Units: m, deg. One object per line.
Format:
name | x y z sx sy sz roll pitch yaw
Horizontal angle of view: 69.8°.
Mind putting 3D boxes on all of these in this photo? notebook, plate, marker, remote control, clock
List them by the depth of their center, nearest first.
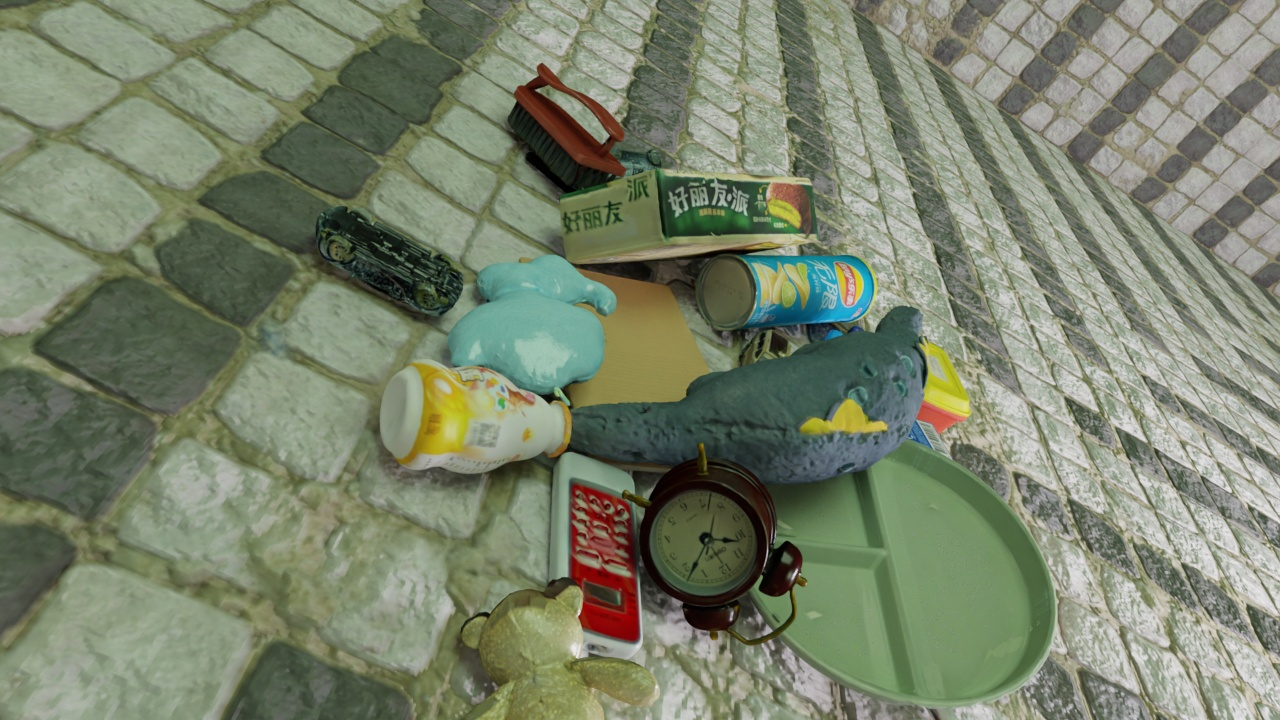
remote control | -0.027 0.111 0.546 0.056 0.020 0.135 22 35 -20
clock | 0.047 0.113 0.550 0.122 0.082 0.055 57 10 2
plate | 0.170 0.136 0.633 0.230 0.028 0.229 8 42 -7
notebook | -0.004 0.004 0.712 0.149 0.012 0.211 9 42 -34
marker | -0.060 -0.156 0.857 0.124 0.015 0.018 40 31 10

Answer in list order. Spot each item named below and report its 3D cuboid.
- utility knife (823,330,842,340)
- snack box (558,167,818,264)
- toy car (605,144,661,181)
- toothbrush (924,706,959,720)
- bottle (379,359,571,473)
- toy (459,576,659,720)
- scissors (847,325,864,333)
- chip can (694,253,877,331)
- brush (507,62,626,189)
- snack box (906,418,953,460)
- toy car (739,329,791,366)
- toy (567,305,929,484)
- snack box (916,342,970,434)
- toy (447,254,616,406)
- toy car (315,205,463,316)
utility knife | 0.183 0.000 0.886 0.034 0.018 0.160 42 31 2
snack box | 0.051 -0.125 0.820 0.239 0.115 0.063 -10 94 -48
toy car | -0.018 -0.193 0.919 0.090 0.043 0.034 -5 78 -43
toothbrush | 0.170 0.199 0.625 0.017 0.016 0.187 -14 58 -41
bottle | -0.094 0.035 0.539 0.108 0.063 0.063 10 41 -36
toy | -0.037 0.180 0.423 0.105 0.066 0.157 -20 56 -3
scissors | 0.273 0.030 0.939 0.173 0.012 0.126 50 35 18
chip can | 0.146 -0.068 0.887 0.209 0.071 0.071 -6 52 -46
brush | -0.071 -0.223 0.866 0.063 0.069 0.146 5 36 -49
snack box | 0.241 0.136 0.731 0.057 0.058 0.207 15 38 -30
toy car | 0.108 0.008 0.790 0.042 0.035 0.090 32 35 -5
toy | 0.115 0.028 0.654 0.355 0.091 0.138 -15 36 -31
snack box | 0.247 0.032 0.847 0.082 0.080 0.091 20 36 -22
toy | -0.072 -0.025 0.645 0.161 0.050 0.156 -10 40 -36
toy car | -0.171 -0.066 0.622 0.105 0.031 0.048 30 32 -13
